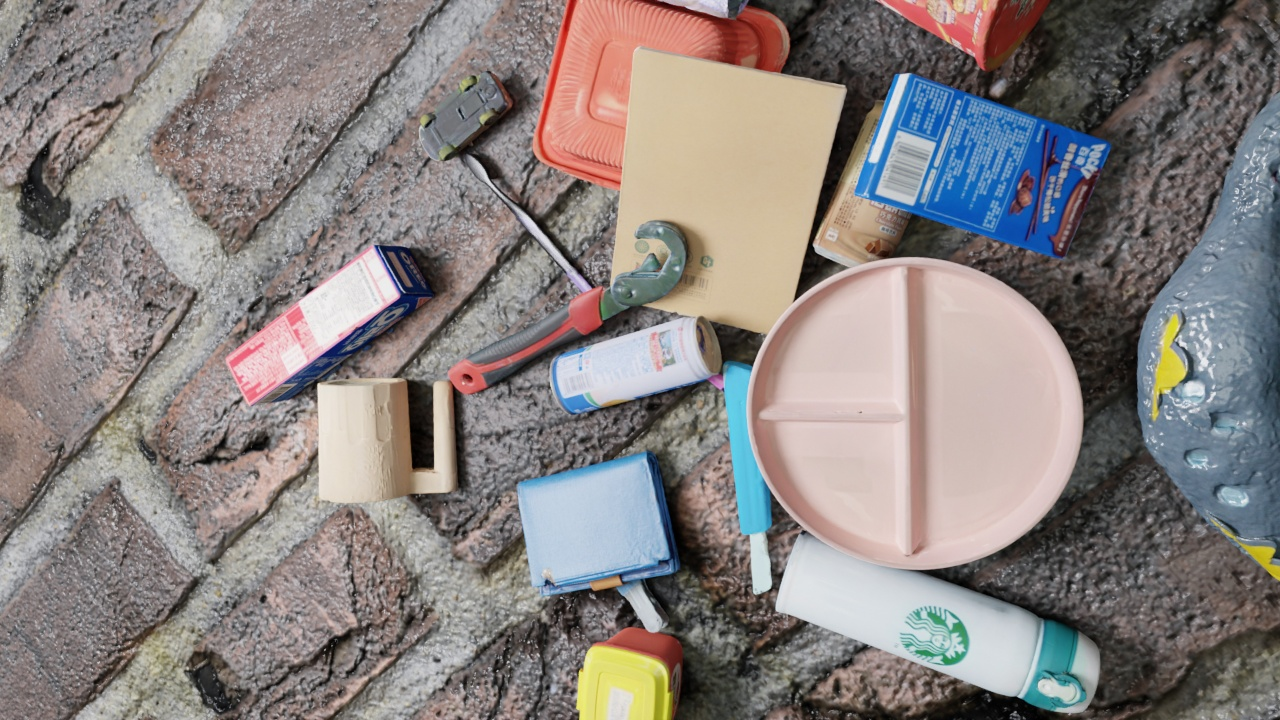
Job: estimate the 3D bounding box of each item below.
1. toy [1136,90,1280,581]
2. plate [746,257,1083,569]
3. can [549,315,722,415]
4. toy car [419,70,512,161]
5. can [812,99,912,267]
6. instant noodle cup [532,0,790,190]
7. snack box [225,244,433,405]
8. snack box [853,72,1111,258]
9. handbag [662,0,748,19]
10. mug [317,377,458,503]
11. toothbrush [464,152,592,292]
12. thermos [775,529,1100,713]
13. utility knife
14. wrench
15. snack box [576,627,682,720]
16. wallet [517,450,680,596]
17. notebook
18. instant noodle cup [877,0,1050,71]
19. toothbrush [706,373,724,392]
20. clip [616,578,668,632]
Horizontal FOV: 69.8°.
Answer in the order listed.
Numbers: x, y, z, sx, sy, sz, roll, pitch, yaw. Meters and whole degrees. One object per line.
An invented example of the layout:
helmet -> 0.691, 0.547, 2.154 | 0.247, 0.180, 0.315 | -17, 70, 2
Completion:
toy -> 0.393, 0.012, 0.589 | 0.138, 0.091, 0.356 | -9, 95, 9
plate -> 0.192, 0.039, 0.662 | 0.230, 0.028, 0.229 | 4, 103, 18
can -> -0.004, 0.004, 0.749 | 0.135, 0.053, 0.053 | -16, 90, 24
toy car -> -0.151, -0.208, 0.792 | 0.091, 0.035, 0.042 | -33, 83, 21
can -> 0.174, -0.124, 0.669 | 0.058, 0.058, 0.116 | 25, 104, 16
instant noodle cup -> 0.006, -0.208, 0.712 | 0.189, 0.079, 0.165 | 19, 106, 12
snack box -> -0.289, -0.030, 0.853 | 0.208, 0.057, 0.058 | -31, 82, 21
snack box -> 0.233, -0.131, 0.628 | 0.157, 0.026, 0.084 | 15, 103, -11
handbag -> 0.003, -0.330, 0.674 | 0.194, 0.076, 0.134 | 20, 68, 16
mug -> -0.231, 0.070, 0.837 | 0.124, 0.084, 0.103 | -1, 95, -4
toothbrush -> -0.089, -0.112, 0.795 | 0.189, 0.016, 0.014 | 48, 121, 6
thermos -> 0.217, 0.196, 0.683 | 0.224, 0.073, 0.073 | 17, 102, 18
utility knife -> 0.090, 0.098, 0.743 | 0.034, 0.018, 0.199 | 1, 103, 30
wrench -> -0.066, -0.033, 0.766 | 0.274, 0.016, 0.056 | -30, 110, 32
snack box -> -0.005, 0.275, 0.770 | 0.082, 0.080, 0.091 | 8, 99, 18
wallet -> -0.037, 0.143, 0.789 | 0.133, 0.040, 0.106 | -16, 80, 22
notebook -> 0.056, -0.116, 0.680 | 0.148, 0.008, 0.208 | 14, 128, 8
instant noodle cup -> 0.215, -0.276, 0.604 | 0.108, 0.137, 0.138 | 34, 106, 23
toothbrush -> 0.109, 0.052, 0.736 | 0.189, 0.017, 0.014 | 36, 109, 14
clip -> 0.003, 0.208, 0.794 | 0.025, 0.031, 0.057 | -42, 73, 17
